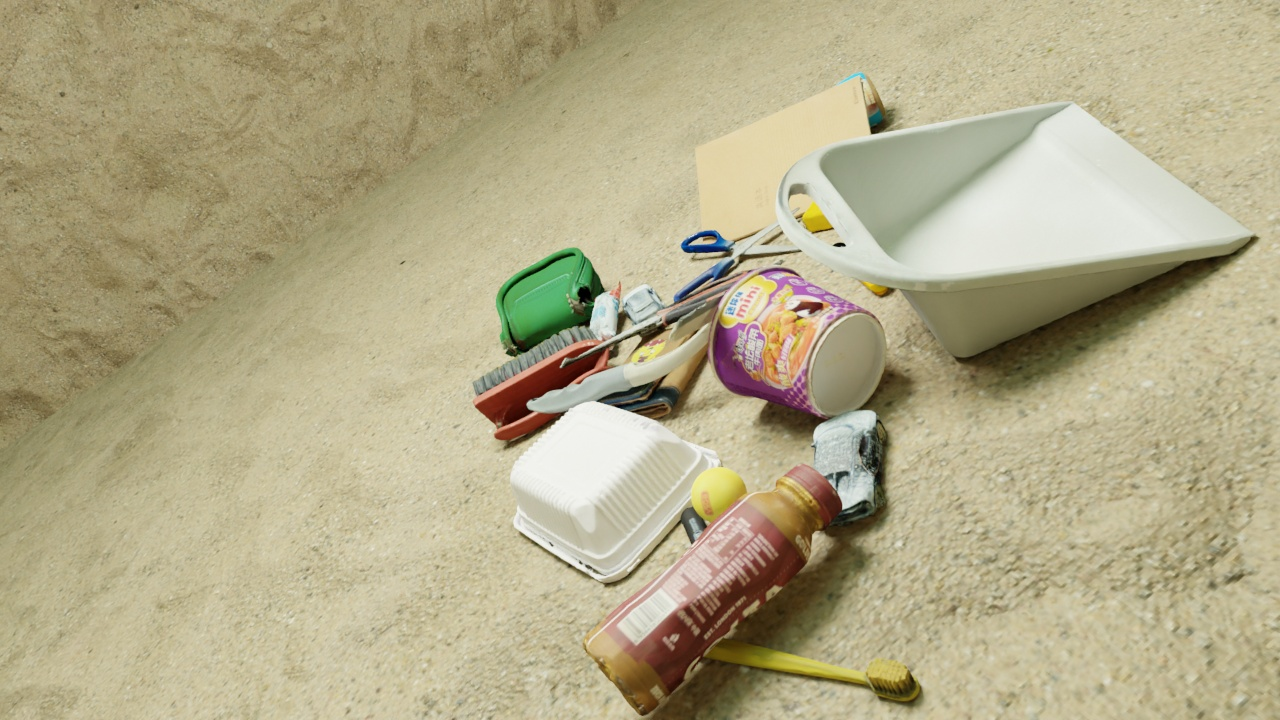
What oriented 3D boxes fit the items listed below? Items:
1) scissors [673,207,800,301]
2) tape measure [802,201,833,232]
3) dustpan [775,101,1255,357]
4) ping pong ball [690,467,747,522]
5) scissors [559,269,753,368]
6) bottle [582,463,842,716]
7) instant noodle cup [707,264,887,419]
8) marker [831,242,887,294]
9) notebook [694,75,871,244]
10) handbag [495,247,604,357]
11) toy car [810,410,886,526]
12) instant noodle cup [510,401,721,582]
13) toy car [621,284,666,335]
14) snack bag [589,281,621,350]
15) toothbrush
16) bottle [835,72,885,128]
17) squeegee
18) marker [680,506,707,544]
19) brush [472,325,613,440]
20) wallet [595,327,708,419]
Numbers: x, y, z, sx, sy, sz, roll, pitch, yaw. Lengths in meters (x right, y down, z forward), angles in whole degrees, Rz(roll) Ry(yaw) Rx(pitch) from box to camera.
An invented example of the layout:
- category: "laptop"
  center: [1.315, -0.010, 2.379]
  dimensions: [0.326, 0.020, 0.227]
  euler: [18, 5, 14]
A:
- category: "scissors"
  center: [0.097, -0.115, 0.990]
  dimensions: [0.162, 0.012, 0.176]
  euler: [-48, 35, -19]
- category: "tape measure"
  center: [0.201, -0.160, 0.942]
  dimensions: [0.060, 0.029, 0.057]
  euler: [-5, 37, 43]
- category: "dustpan"
  center: [0.242, -0.122, 0.667]
  dimensions: [0.258, 0.142, 0.222]
  euler: [-32, 40, 12]
- category: "ping pong ball"
  center: [0.056, 0.097, 0.656]
  dimensions: [0.040, 0.040, 0.040]
  euler: [-26, 27, 14]
- category: "scissors"
  center: [0.023, -0.038, 0.890]
  dimensions: [0.177, 0.015, 0.209]
  euler: [-11, 18, 43]
- category: "bottle"
  center: [0.048, 0.132, 0.552]
  dimensions: [0.174, 0.057, 0.057]
  euler: [-39, 27, -14]
- category: "instant noodle cup"
  center: [0.123, -0.010, 0.696]
  dimensions: [0.111, 0.111, 0.099]
  euler: [-42, 34, -16]
- category: "marker"
  center: [0.198, -0.087, 0.838]
  dimensions: [0.018, 0.015, 0.123]
  euler: [-29, 24, 5]
- category: "notebook"
  center: [0.160, -0.219, 1.035]
  dimensions: [0.212, 0.012, 0.149]
  euler: [-18, 59, 29]
- category: "handbag"
  center: [-0.109, -0.068, 1.089]
  dimensions: [0.131, 0.068, 0.120]
  euler: [-27, 28, 14]
- category: "toy car"
  center: [0.139, 0.069, 0.623]
  dimensions: [0.049, 0.031, 0.105]
  euler: [-18, 29, 27]
- category: "instant noodle cup"
  center: [-0.035, 0.093, 0.746]
  dimensions: [0.137, 0.060, 0.174]
  euler: [-44, 27, -20]
- category: "toy car"
  center: [0.003, -0.059, 0.989]
  dimensions: [0.043, 0.034, 0.090]
  euler: [-35, 24, 4]
- category: "snack bag"
  center: [-0.039, -0.043, 1.004]
  dimensions: [0.045, 0.026, 0.105]
  euler: [-31, 36, 35]
- category: "toothbrush"
  center: [0.073, 0.172, 0.537]
  dimensions: [0.191, 0.016, 0.015]
  euler: [-5, 37, 44]
- category: "bottle"
  center: [0.180, -0.263, 1.098]
  dimensions: [0.219, 0.065, 0.065]
  euler: [-27, 27, 13]
- category: "squeegee"
  center: [-0.005, 0.005, 0.804]
  dimensions: [0.247, 0.039, 0.245]
  euler: [-28, 2, 29]
- category: "marker"
  center: [0.048, 0.135, 0.631]
  dimensions: [0.018, 0.015, 0.124]
  euler: [-30, 25, 1]
- category: "brush"
  center: [-0.095, 0.024, 0.937]
  dimensions: [0.146, 0.063, 0.069]
  euler: [-30, 57, 4]
- category: "wallet"
  center: [0.014, 0.010, 0.863]
  dimensions: [0.090, 0.033, 0.115]
  euler: [-11, 31, 40]
